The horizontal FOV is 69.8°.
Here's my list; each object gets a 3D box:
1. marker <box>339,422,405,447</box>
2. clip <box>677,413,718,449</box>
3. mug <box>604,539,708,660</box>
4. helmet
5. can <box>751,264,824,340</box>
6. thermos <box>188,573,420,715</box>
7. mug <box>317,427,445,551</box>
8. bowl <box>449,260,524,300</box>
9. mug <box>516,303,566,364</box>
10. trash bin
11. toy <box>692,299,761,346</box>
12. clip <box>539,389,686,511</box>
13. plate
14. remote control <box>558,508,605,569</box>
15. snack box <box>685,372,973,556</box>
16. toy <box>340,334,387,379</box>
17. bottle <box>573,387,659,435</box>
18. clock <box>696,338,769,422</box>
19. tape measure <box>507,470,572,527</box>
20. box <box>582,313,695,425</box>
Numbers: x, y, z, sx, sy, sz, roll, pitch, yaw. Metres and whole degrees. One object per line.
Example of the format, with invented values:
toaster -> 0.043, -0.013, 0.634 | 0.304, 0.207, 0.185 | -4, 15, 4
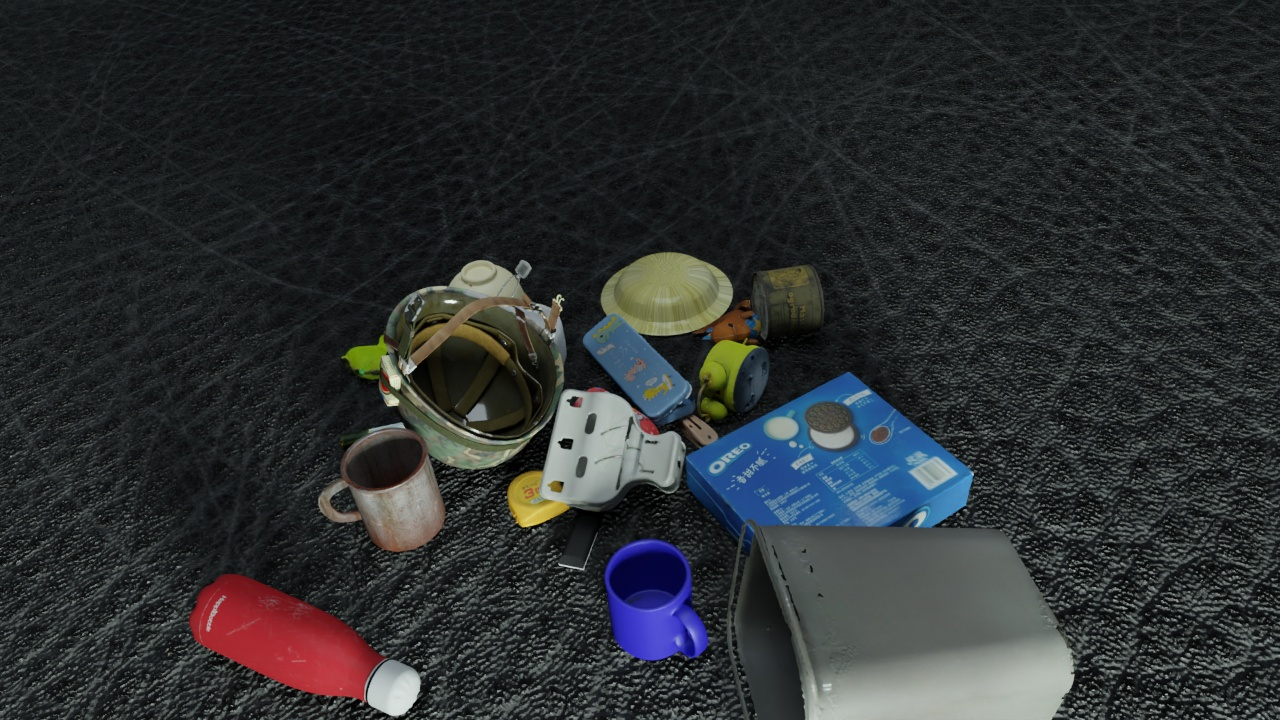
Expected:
marker -> -0.291, 0.083, 1.115 | 0.146, 0.017, 0.017 | -12, 42, -7
clip -> 0.066, 0.080, 1.073 | 0.025, 0.049, 0.061 | -29, 19, -25
mug -> 0.020, 0.235, 0.863 | 0.079, 0.084, 0.111 | -33, 49, -28
helmet -> -0.189, 0.002, 1.021 | 0.192, 0.237, 0.224 | -16, 72, -36
can -> 0.190, -0.075, 1.188 | 0.074, 0.090, 0.089 | -9, 42, -4
thermos -> -0.313, 0.272, 0.864 | 0.240, 0.073, 0.073 | 15, 46, 21
mug -> -0.277, 0.145, 0.979 | 0.122, 0.110, 0.096 | -18, 38, -13
bowl -> -0.217, -0.094, 1.263 | 0.118, 0.074, 0.117 | -3, 42, 2
mug -> -0.146, -0.014, 1.169 | 0.094, 0.068, 0.115 | 5, 43, 11
trash bin -> 0.206, 0.243, 0.765 | 0.220, 0.198, 0.197 | -4, 40, -8
toy -> 0.102, -0.036, 1.171 | 0.103, 0.070, 0.090 | -6, 10, 32
clip -> -0.024, 0.102, 0.989 | 0.151, 0.089, 0.125 | 10, 75, 3
plate -> 0.035, -0.107, 1.276 | 0.184, 0.036, 0.184 | -3, 41, 3
remote control -> -0.056, 0.172, 0.995 | 0.028, 0.012, 0.124 | 8, 43, 14
snack box -> 0.198, 0.129, 0.985 | 0.238, 0.056, 0.195 | -25, 45, -20
toy -> -0.339, -0.007, 1.208 | 0.094, 0.036, 0.093 | 10, 38, 6
bottle -> -0.015, 0.087, 1.050 | 0.061, 0.062, 0.137 | -36, 49, -30
clock -> 0.106, 0.024, 1.091 | 0.057, 0.083, 0.118 | 21, 44, 33
tape measure -> -0.117, 0.152, 1.010 | 0.068, 0.030, 0.059 | -23, 45, -22
box -> -0.008, 0.004, 1.129 | 0.067, 0.052, 0.210 | -23, 36, -17
